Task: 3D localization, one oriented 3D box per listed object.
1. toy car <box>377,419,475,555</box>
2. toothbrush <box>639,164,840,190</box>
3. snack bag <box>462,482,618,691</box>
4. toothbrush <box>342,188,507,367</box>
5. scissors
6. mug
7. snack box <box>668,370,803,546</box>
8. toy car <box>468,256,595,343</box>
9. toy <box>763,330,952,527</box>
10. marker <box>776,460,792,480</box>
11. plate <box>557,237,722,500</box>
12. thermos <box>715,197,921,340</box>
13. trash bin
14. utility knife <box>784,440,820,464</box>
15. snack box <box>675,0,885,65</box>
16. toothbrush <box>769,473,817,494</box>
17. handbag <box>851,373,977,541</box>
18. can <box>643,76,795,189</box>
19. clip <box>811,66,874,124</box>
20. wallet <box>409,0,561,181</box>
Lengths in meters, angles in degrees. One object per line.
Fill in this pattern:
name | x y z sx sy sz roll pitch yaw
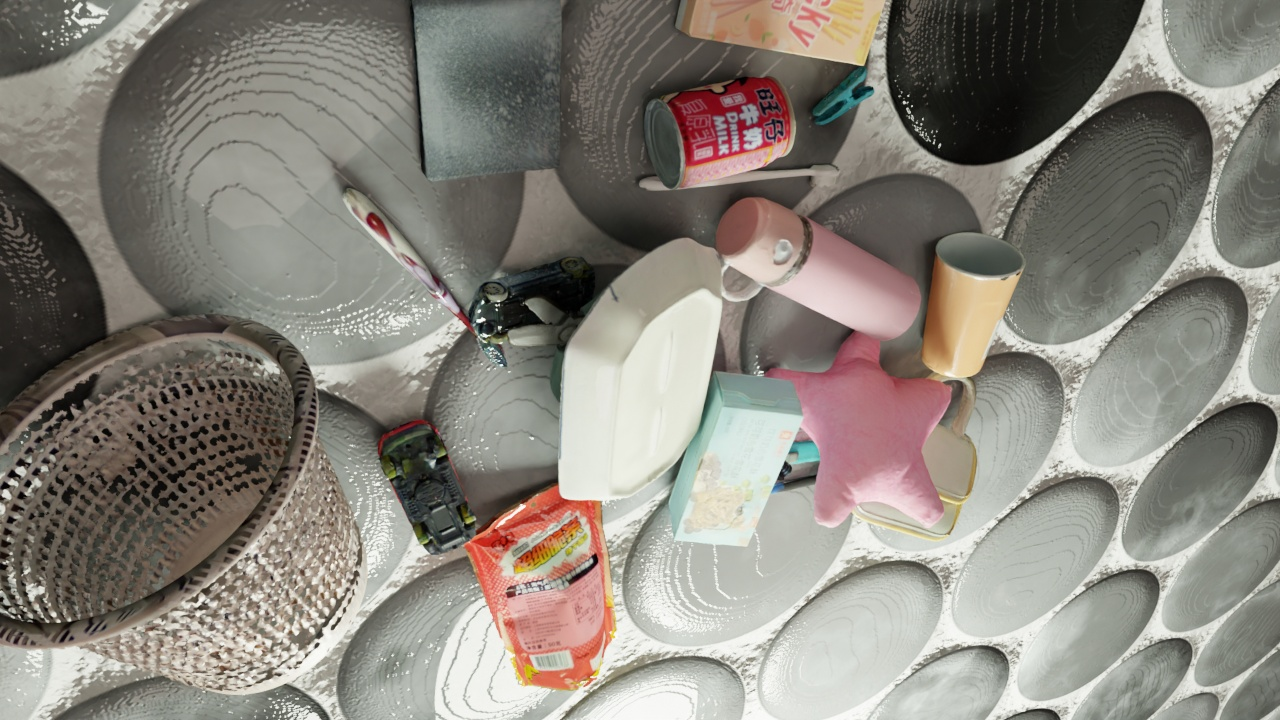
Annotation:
toy car | -0.172 0.101 0.738 0.053 0.045 0.121 -23 122 -15
toothbrush | 0.081 -0.143 0.728 0.179 0.016 0.016 -8 129 -23
snack bag | -0.083 0.210 0.846 0.128 0.073 0.208 -22 122 -18
toothbrush | -0.152 -0.054 0.667 0.016 0.017 0.187 -36 130 1
scissors | -0.045 -0.006 0.725 0.177 0.019 0.170 -11 133 -43
mug | 0.307 -0.049 0.867 0.078 0.078 0.123 -15 130 -18
snack box | 0.082 0.093 0.830 0.074 0.051 0.175 8 127 -11
toy car | -0.083 -0.048 0.692 0.105 0.031 0.049 -20 136 -26
toy | 0.220 0.066 0.850 0.178 0.194 0.075 -21 170 -11
marker | 0.101 0.074 0.864 0.130 0.018 0.022 40 53 -32
plate | 0.007 0.024 0.725 0.161 0.034 0.266 -33 148 -32
thermos | 0.146 -0.068 0.775 0.198 0.067 0.087 19 107 -35
trash bin | -0.283 0.114 0.601 0.227 0.227 0.192 -26 140 -10
utility knife | 0.140 0.096 0.911 0.209 0.013 0.029 -4 119 -24
snack box | 0.106 -0.266 0.654 0.157 0.026 0.085 -1 120 -26
toothbrush | 0.188 0.122 0.951 0.189 0.016 0.014 -10 117 -20
handbag | 0.284 0.089 0.939 0.163 0.063 0.179 21 94 -31
can | 0.058 -0.167 0.667 0.093 0.066 0.067 -17 126 -16
clip | 0.160 -0.207 0.727 0.057 0.014 0.048 -35 131 -1
wallet | -0.101 -0.181 0.612 0.097 0.019 0.121 -9 125 -19
